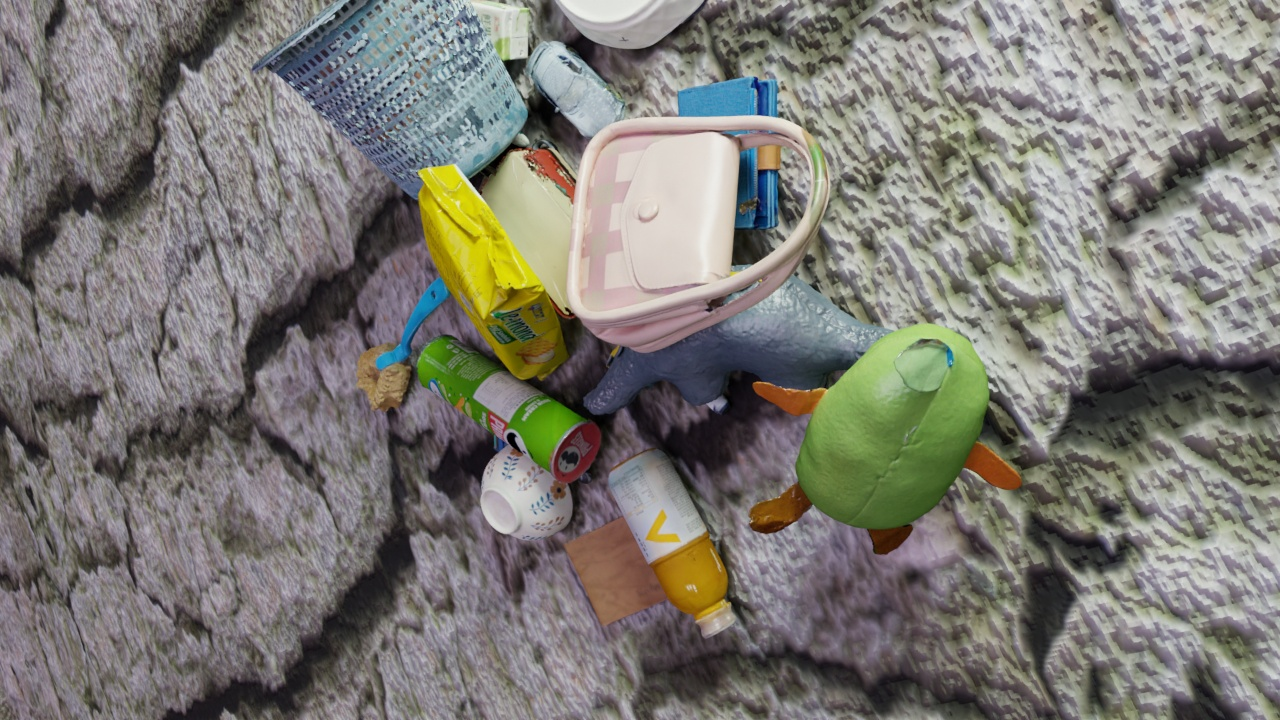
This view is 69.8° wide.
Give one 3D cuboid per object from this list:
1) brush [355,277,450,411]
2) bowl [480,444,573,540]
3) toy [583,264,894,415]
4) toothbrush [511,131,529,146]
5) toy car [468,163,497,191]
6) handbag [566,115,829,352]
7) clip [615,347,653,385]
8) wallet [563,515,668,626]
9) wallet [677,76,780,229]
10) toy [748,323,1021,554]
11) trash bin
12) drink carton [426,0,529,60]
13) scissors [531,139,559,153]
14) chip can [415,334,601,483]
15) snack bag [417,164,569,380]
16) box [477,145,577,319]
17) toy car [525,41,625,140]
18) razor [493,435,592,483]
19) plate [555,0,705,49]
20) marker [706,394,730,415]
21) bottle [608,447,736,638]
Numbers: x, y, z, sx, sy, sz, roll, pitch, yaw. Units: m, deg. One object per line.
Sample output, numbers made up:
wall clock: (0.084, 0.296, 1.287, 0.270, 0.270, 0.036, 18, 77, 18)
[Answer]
brush: (-0.282, -0.020, 1.092, 0.255, 0.045, 0.083, -44, 65, 45)
bowl: (-0.137, 0.153, 1.018, 0.113, 0.062, 0.114, 17, 119, 33)
toy: (0.090, -0.017, 0.823, 0.357, 0.091, 0.138, -4, 101, 32)
toothbrush: (-0.191, -0.282, 1.026, 0.192, 0.018, 0.016, 35, 116, 23)
toy car: (-0.181, -0.174, 1.025, 0.042, 0.035, 0.091, 37, 119, 26)
handbag: (0.052, -0.118, 0.763, 0.235, 0.093, 0.193, -9, 67, 37)
clip: (-0.006, 0.004, 0.944, 0.056, 0.014, 0.041, 31, 114, 28)
wallet: (-0.021, 0.224, 0.990, 0.116, 0.020, 0.101, -32, 81, 32)
wallet: (0.079, -0.186, 0.838, 0.106, 0.040, 0.133, 6, 102, 43)
toy: (0.192, 0.067, 0.729, 0.227, 0.089, 0.247, 17, 131, -4)
trash bin: (-0.225, -0.276, 0.903, 0.227, 0.225, 0.195, -15, 125, 36)
drink carton: (-0.173, -0.357, 0.979, 0.123, 0.045, 0.054, 23, 121, 31)
scissors: (-0.091, -0.151, 0.978, 0.172, 0.014, 0.146, 43, 121, 21)
chip can: (-0.150, 0.048, 1.009, 0.236, 0.072, 0.072, 29, 113, 33)
snack bag: (-0.149, -0.075, 0.917, 0.068, 0.247, 0.158, -35, 73, -10)
box: (-0.087, -0.131, 0.928, 0.168, 0.079, 0.092, 51, 122, 9)
toy car: (-0.066, -0.272, 0.927, 0.120, 0.036, 0.054, 47, 120, 16)
razor: (-0.108, 0.104, 1.027, 0.143, 0.022, 0.043, 21, 125, 31)
plate: (-0.016, -0.403, 0.863, 0.205, 0.045, 0.205, 6, 101, 35)
marker: (0.038, 0.007, 0.909, 0.131, 0.022, 0.018, 44, 117, 23)
bottle: (0.035, 0.181, 0.912, 0.068, 0.067, 0.189, -35, 78, 34)
